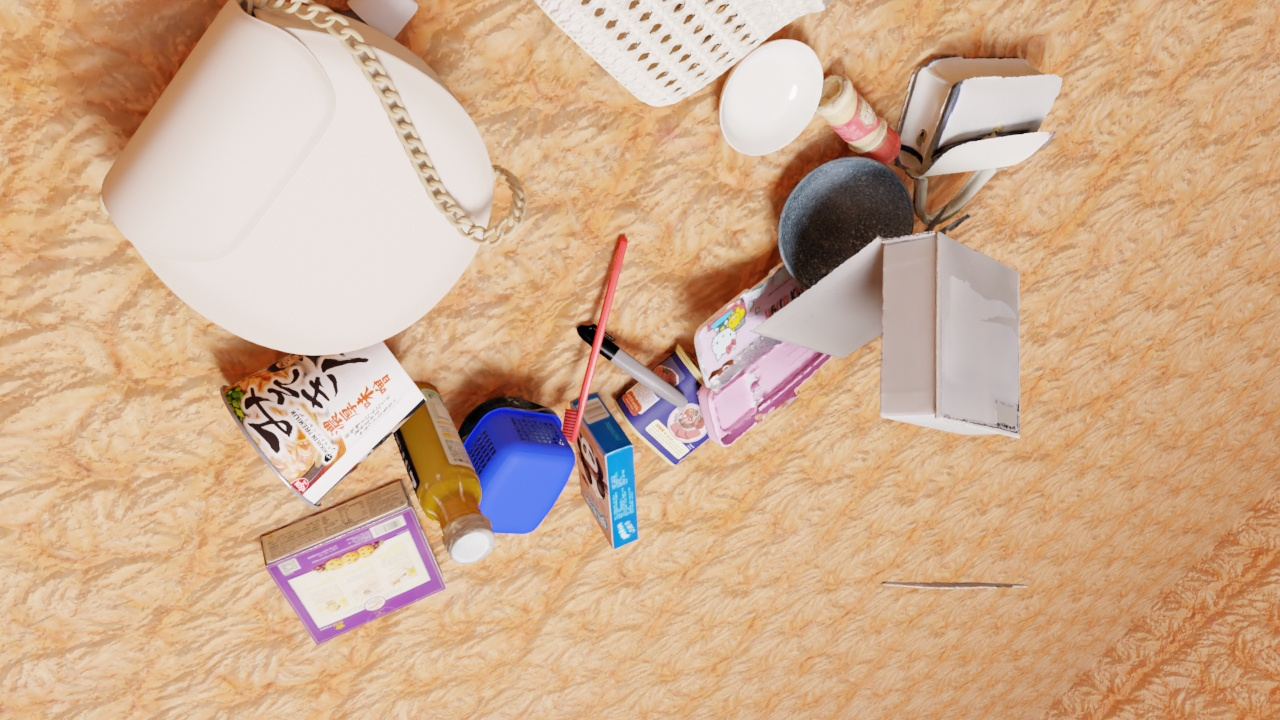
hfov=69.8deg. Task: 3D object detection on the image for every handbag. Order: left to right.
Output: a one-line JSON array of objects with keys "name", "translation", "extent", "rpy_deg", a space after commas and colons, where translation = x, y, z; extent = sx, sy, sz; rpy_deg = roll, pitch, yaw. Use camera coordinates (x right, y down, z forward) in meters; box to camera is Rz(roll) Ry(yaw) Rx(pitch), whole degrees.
[{"name": "handbag", "translation": [-0.205, -0.107, 0.591], "extent": [0.211, 0.103, 0.208], "rpy_deg": [-48, 131, 11]}, {"name": "handbag", "translation": [0.331, -0.209, 0.924], "extent": [0.151, 0.074, 0.176], "rpy_deg": [-9, 131, -26]}]

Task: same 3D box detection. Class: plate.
[{"name": "plate", "translation": [0.109, -0.232, 0.801], "extent": [0.104, 0.026, 0.104], "rpy_deg": [-18, 134, -20]}]

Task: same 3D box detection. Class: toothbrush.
[{"name": "toothbrush", "translation": [-0.047, -0.016, 0.875], "extent": [0.018, 0.012, 0.213], "rpy_deg": [12, 110, -10]}]

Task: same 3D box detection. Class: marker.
[{"name": "marker", "translation": [-0.005, 0.005, 0.904], "extent": [0.138, 0.016, 0.022], "rpy_deg": [35, 119, -18]}]

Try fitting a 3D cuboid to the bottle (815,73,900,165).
[{"name": "bottle", "translation": [0.202, -0.222, 0.856], "extent": [0.044, 0.044, 0.109], "rpy_deg": [-49, 135, 13]}]

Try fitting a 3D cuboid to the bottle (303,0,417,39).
[{"name": "bottle", "translation": [-0.219, -0.186, 0.623], "extent": [0.174, 0.046, 0.083], "rpy_deg": [-46, 136, 11]}]

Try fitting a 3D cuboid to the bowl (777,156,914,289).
[{"name": "bowl", "translation": [0.193, -0.136, 0.902], "extent": [0.137, 0.057, 0.137], "rpy_deg": [-3, 112, -8]}]

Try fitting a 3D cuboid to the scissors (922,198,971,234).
[{"name": "scissors", "translation": [0.272, -0.090, 0.999], "extent": [0.201, 0.015, 0.203], "rpy_deg": [-29, 152, -6]}]

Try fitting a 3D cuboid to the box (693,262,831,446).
[{"name": "box", "translation": [0.131, -0.019, 0.951], "extent": [0.200, 0.038, 0.152], "rpy_deg": [-36, 124, -30]}]

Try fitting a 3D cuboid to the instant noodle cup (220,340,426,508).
[{"name": "instant noodle cup", "translation": [-0.251, 0.035, 0.752], "extent": [0.121, 0.123, 0.124], "rpy_deg": [-37, 138, -12]}]

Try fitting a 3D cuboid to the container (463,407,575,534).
[{"name": "container", "translation": [-0.118, 0.107, 0.849], "extent": [0.096, 0.058, 0.114], "rpy_deg": [11, 120, -38]}]

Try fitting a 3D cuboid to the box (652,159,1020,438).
[{"name": "box", "translation": [0.190, -0.068, 0.942], "extent": [0.167, 0.422, 0.173], "rpy_deg": [13, 101, -43]}]

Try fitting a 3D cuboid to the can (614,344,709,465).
[{"name": "can", "translation": [0.039, 0.051, 0.981], "extent": [0.092, 0.056, 0.116], "rpy_deg": [-39, 137, 5]}]

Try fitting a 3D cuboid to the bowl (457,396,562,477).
[{"name": "bowl", "translation": [-0.134, 0.073, 0.893], "extent": [0.110, 0.055, 0.110], "rpy_deg": [-17, 133, -19]}]

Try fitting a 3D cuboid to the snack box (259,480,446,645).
[{"name": "snack box", "translation": [-0.284, 0.206, 0.925], "extent": [0.143, 0.040, 0.148], "rpy_deg": [-21, 135, -15]}]

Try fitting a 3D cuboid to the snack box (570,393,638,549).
[{"name": "snack box", "translation": [-0.037, 0.118, 0.969], "extent": [0.034, 0.087, 0.151], "rpy_deg": [-19, 134, -18]}]

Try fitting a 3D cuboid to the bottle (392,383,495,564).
[{"name": "bottle", "translation": [-0.173, 0.095, 0.792], "extent": [0.053, 0.186, 0.053], "rpy_deg": [-17, 134, -19]}]

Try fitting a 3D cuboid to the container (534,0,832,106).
[{"name": "container", "translation": [-0.004, -0.274, 0.550], "extent": [0.143, 0.246, 0.184], "rpy_deg": [-41, 140, 18]}]
